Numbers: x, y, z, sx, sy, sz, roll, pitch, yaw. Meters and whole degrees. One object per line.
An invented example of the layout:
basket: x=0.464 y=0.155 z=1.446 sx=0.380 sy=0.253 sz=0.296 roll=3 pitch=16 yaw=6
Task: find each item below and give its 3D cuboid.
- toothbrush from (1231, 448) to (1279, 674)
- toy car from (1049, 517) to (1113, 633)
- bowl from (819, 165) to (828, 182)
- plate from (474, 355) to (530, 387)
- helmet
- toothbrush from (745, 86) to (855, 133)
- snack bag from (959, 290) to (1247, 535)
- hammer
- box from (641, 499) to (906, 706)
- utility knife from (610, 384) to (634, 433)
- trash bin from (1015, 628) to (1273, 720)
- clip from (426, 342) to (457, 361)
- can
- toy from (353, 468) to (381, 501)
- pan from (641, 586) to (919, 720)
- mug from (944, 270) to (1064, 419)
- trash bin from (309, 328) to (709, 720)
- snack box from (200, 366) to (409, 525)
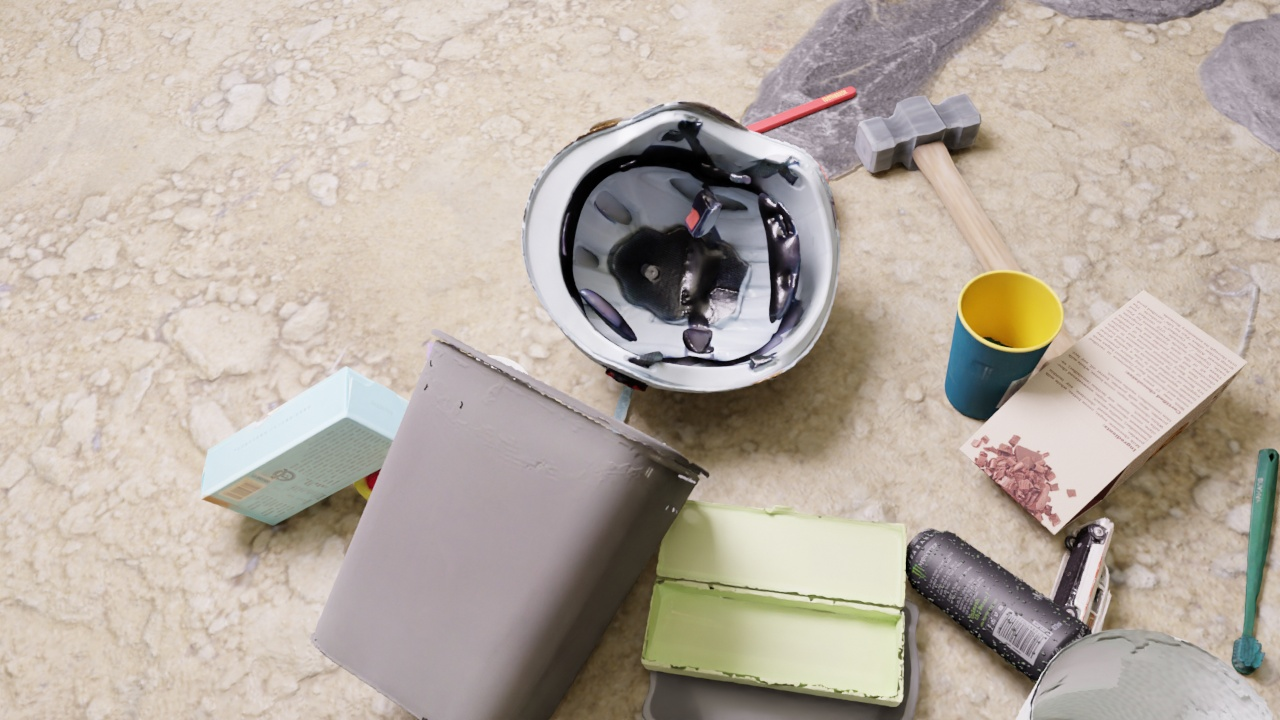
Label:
toothbrush: x=0.468 y=0.146 z=0.693 sx=0.016 sy=0.017 sz=0.189 roll=18 pitch=61 yaw=18
toy car: x=0.330 y=0.173 z=0.683 sx=0.039 sy=0.039 sz=0.112 roll=33 pitch=64 yaw=2
bowl: x=0.121 y=-0.157 z=0.920 sx=0.130 sy=0.045 sz=0.130 roll=-3 pitch=56 yaw=5
plate: x=-0.144 y=0.045 z=0.832 sx=0.104 sy=0.026 sz=0.104 roll=-4 pitch=56 yaw=6
helmet: x=0.028 y=-0.084 z=0.798 sx=0.264 sy=0.164 sz=0.236 roll=7 pitch=81 yaw=-8
toothbrush: x=0.142 y=-0.263 z=1.004 sx=0.212 sy=0.018 sz=0.012 roll=-23 pitch=57 yaw=-8
snack bag: x=0.366 y=0.046 z=0.740 sx=0.206 sy=0.070 sz=0.094 roll=-34 pitch=59 yaw=-15
hammer: x=0.321 y=-0.127 z=0.877 sx=0.117 sy=0.051 sz=0.322 roll=-16 pitch=59 yaw=-4
box: x=0.102 y=0.175 z=0.684 sx=0.187 sy=0.024 sz=0.137 roll=4 pitch=63 yaw=10
utility knife: x=-0.005 y=0.005 z=0.850 sx=0.022 sy=0.016 sz=0.176 roll=21 pitch=61 yaw=-8
trash bin: x=0.286 y=0.253 z=0.558 sx=0.133 sy=0.161 sz=0.133 roll=-3 pitch=56 yaw=5
clip: x=-0.190 y=0.000 z=0.876 sx=0.046 sy=0.014 sz=0.050 roll=-20 pitch=53 yaw=-9
can: x=0.253 y=0.175 z=0.659 sx=0.054 sy=0.054 sz=0.138 roll=-35 pitch=40 yaw=-16
toy: x=-0.195 y=0.094 z=0.779 sx=0.106 sy=0.067 sz=0.137 roll=-50 pitch=54 yaw=12
pan: x=0.126 y=0.274 z=0.647 sx=0.216 sy=0.024 sz=0.354 roll=-19 pitch=56 yaw=-6
mug: x=0.290 y=-0.006 z=0.753 sx=0.078 sy=0.121 sz=0.078 roll=-4 pitch=56 yaw=5
trash bin: x=-0.093 y=0.128 z=0.650 sx=0.197 sy=0.197 sz=0.220 roll=26 pitch=85 yaw=17
snack box: x=-0.275 y=0.075 z=0.759 sx=0.175 sy=0.075 sz=0.053 roll=-27 pitch=50 yaw=22
